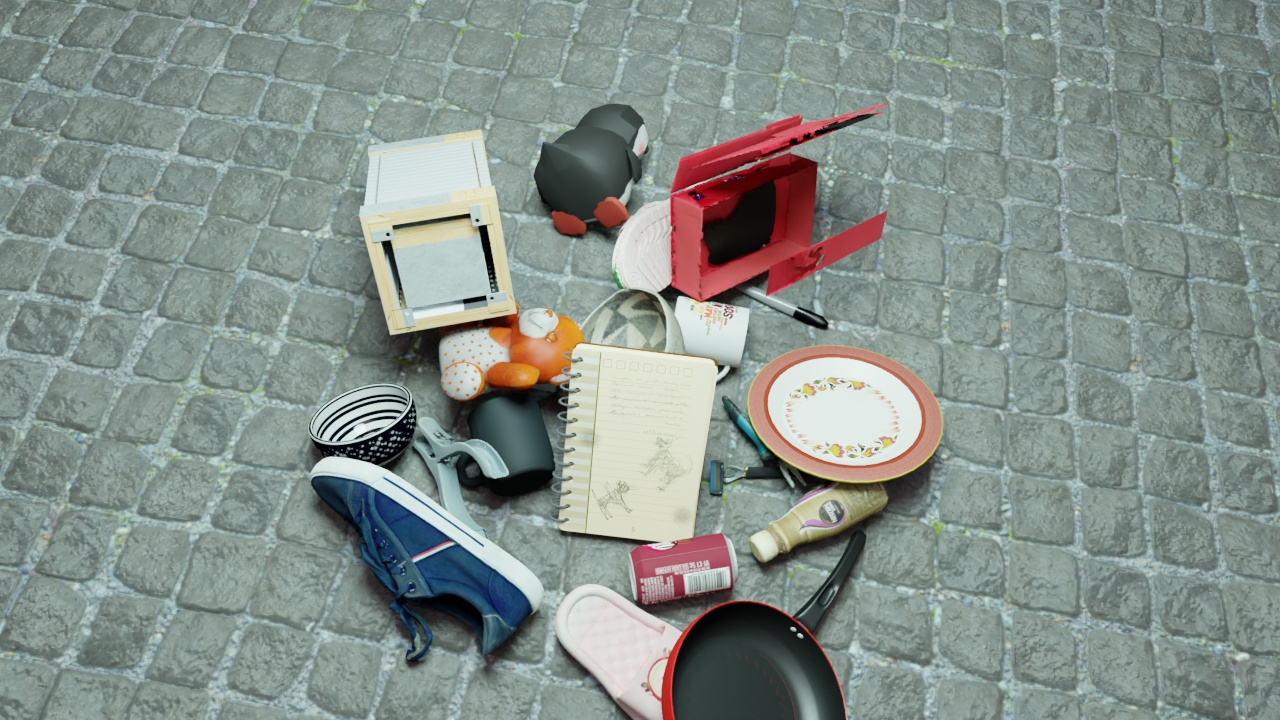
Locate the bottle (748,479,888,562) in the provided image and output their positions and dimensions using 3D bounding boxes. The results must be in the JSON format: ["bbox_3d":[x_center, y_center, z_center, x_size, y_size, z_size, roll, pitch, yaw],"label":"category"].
[{"bbox_3d":[0.201,0.179,1.049,0.166,0.060,0.059,-26,67,-14],"label":"bottle"}]

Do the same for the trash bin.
[{"bbox_3d":[-0.241,-0.161,1.097,0.142,0.143,0.246,-10,32,-8],"label":"trash bin"}]

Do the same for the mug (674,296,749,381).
[{"bbox_3d":[0.082,-0.021,1.145,0.089,0.073,0.105,10,89,3],"label":"mug"}]

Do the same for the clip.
[{"bbox_3d":[-0.213,0.153,1.052,0.030,0.159,0.174,-6,20,-42],"label":"clip"}]

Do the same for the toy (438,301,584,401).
[{"bbox_3d":[-0.147,-0.015,1.066,0.172,0.093,0.163,-6,39,-10],"label":"toy"}]

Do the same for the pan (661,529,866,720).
[{"bbox_3d":[0.153,0.308,0.968,0.209,0.067,0.354,44,49,0],"label":"pan"}]

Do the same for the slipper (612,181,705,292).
[{"bbox_3d":[0.030,-0.163,1.197,0.238,0.065,0.094,-42,115,-39],"label":"slipper"}]

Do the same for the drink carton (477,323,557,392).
[{"bbox_3d":[-0.153,-0.003,1.138,0.122,0.040,0.058,9,63,2],"label":"drink carton"}]

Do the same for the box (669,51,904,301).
[{"bbox_3d":[0.146,-0.228,1.092,0.210,0.319,0.121,-26,64,-32],"label":"box"}]

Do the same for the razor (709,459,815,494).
[{"bbox_3d":[0.152,0.134,1.093,0.144,0.022,0.043,-1,105,-8],"label":"razor"}]

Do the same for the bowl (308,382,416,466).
[{"bbox_3d":[-0.314,0.086,1.064,0.120,0.066,0.120,-9,31,5],"label":"bowl"}]

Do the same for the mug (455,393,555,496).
[{"bbox_3d":[-0.163,0.108,1.065,0.122,0.085,0.094,-28,64,15],"label":"mug"}]

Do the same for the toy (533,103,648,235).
[{"bbox_3d":[-0.059,-0.282,1.232,0.159,0.140,0.183,-6,43,36],"label":"toy"}]

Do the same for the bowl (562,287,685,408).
[{"bbox_3d":[-0.006,0.006,1.097,0.081,0.179,0.178,25,54,-40],"label":"bowl"}]

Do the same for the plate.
[{"bbox_3d":[0.243,0.064,1.103,0.230,0.021,0.229,0,42,0],"label":"plate"}]

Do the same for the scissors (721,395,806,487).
[{"bbox_3d":[0.151,0.086,1.103,0.123,0.019,0.148,17,46,0],"label":"scissors"}]

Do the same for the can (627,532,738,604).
[{"bbox_3d":[0.046,0.230,1.014,0.114,0.063,0.063,-8,63,-6],"label":"can"}]

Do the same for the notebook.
[{"bbox_3d":[-0.011,0.096,1.016,0.167,0.226,0.024,7,19,1],"label":"notebook"}]

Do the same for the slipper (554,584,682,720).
[{"bbox_3d":[0.006,0.319,0.971,0.221,0.056,0.106,36,65,14],"label":"slipper"}]

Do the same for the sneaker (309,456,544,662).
[{"bbox_3d":[-0.257,0.219,0.986,0.294,0.121,0.127,32,53,10],"label":"sneaker"}]

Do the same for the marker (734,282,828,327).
[{"bbox_3d":[0.183,-0.076,1.205,0.139,0.016,0.022,26,34,12],"label":"marker"}]
